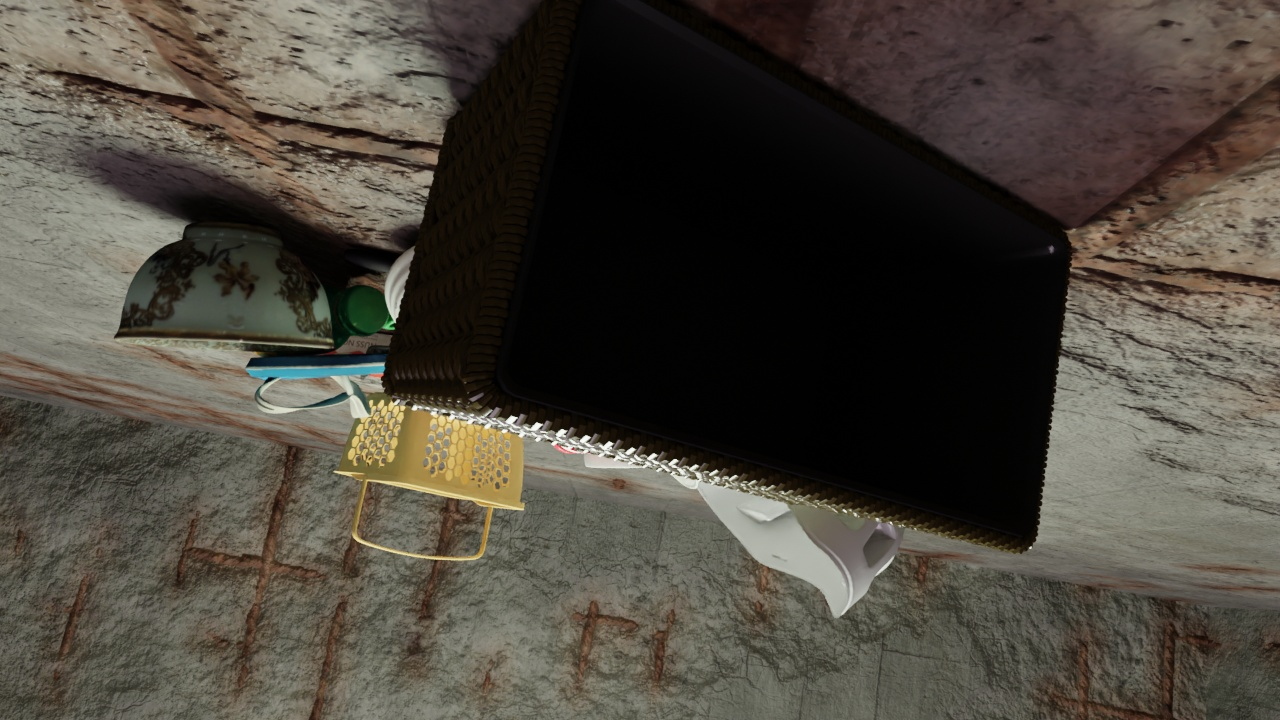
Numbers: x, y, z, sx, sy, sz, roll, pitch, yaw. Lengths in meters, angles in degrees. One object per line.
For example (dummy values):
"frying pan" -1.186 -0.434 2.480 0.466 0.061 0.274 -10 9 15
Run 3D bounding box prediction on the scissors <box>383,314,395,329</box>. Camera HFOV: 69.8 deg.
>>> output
"scissors" -0.182 -0.053 0.823 0.070 0.014 0.131 -17 175 -41

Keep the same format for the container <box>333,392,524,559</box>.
"container" -0.231 0.132 1.013 0.129 0.167 0.183 -2 164 38

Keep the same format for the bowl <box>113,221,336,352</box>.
"bowl" -0.324 -0.057 0.727 0.160 0.094 0.160 1 177 0

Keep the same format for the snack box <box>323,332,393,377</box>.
"snack box" -0.292 -0.001 1.070 0.273 0.044 0.077 8 165 8

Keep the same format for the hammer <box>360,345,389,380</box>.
"hammer" -0.176 0.043 1.028 0.133 0.033 0.333 0 163 28

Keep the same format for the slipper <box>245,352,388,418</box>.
"slipper" -0.308 0.024 0.858 0.118 0.060 0.295 2 177 -26

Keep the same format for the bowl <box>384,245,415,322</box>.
"bowl" -0.117 -0.013 0.712 0.177 0.070 0.178 4 144 2

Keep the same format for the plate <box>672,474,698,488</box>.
"plate" 0.020 0.081 1.056 0.157 0.014 0.157 51 166 18

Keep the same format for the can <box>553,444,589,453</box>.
"can" -0.057 0.083 1.186 0.074 0.074 0.143 21 163 -39

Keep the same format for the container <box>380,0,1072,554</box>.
"container" 0.035 -0.022 0.487 0.320 0.176 0.205 18 168 -31

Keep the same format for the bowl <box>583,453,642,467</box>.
"bowl" -0.012 0.114 1.278 0.132 0.064 0.132 -1 176 0

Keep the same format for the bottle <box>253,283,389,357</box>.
"bottle" -0.310 -0.039 0.875 0.068 0.068 0.210 22 162 -41

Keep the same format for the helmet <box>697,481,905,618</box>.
"helmet" 0.150 0.141 0.993 0.283 0.183 0.224 4 126 46

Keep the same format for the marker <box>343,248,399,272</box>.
"marker" -0.176 -0.071 0.753 0.134 0.018 0.015 12 147 -9
